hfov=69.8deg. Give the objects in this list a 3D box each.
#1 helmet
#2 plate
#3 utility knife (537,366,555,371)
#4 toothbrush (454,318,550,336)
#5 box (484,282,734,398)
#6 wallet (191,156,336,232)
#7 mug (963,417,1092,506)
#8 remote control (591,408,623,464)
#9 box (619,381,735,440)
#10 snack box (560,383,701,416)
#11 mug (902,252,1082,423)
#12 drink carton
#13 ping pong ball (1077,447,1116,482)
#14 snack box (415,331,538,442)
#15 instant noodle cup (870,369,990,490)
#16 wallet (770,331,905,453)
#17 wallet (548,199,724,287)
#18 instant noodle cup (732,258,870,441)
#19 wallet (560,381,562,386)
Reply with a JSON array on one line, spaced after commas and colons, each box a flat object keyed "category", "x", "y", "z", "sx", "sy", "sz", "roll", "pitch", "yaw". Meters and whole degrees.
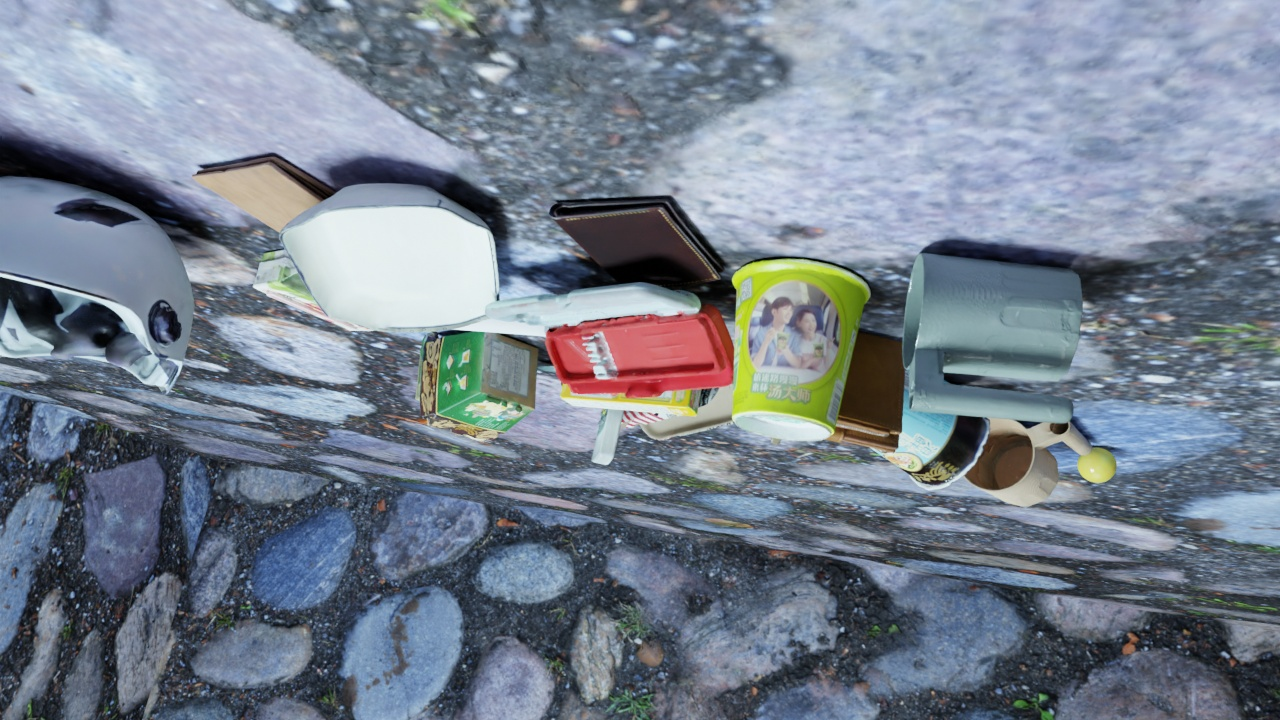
[{"category": "helmet", "x": -0.519, "y": -0.084, "z": 0.835, "sx": 0.229, "sy": 0.145, "sz": 0.259, "roll": 10, "pitch": 156, "yaw": -2}, {"category": "plate", "x": -0.202, "y": -0.083, "z": 0.776, "sx": 0.162, "sy": 0.034, "sz": 0.266, "roll": -2, "pitch": 162, "yaw": -7}, {"category": "utility knife", "x": -0.049, "y": 0.008, "z": 1.081, "sx": 0.185, "sy": 0.013, "sz": 0.029, "roll": -1, "pitch": 157, "yaw": 33}, {"category": "toothbrush", "x": -0.190, "y": -0.045, "z": 0.967, "sx": 0.221, "sy": 0.026, "sz": 0.026, "roll": 5, "pitch": 153, "yaw": 21}, {"category": "box", "x": -0.024, "y": -0.026, "z": 0.804, "sx": 0.202, "sy": 0.069, "sz": 0.157, "roll": -4, "pitch": 143, "yaw": 42}, {"category": "wallet", "x": -0.291, "y": -0.130, "z": 0.756, "sx": 0.101, "sy": 0.020, "sz": 0.115, "roll": 0, "pitch": 159, "yaw": 31}, {"category": "mug", "x": 0.427, "y": 0.106, "z": 1.015, "sx": 0.125, "sy": 0.084, "sz": 0.103, "roll": -31, "pitch": 145, "yaw": 27}, {"category": "remote control", "x": -0.027, "y": 0.042, "z": 0.962, "sx": 0.019, "sy": 0.135, "sz": 0.056, "roll": 14, "pitch": 165, "yaw": -8}, {"category": "box", "x": 0.045, "y": 0.062, "z": 1.067, "sx": 0.163, "sy": 0.075, "sz": 0.086, "roll": -21, "pitch": 122, "yaw": 41}, {"category": "snack box", "x": -0.005, "y": 0.005, "z": 0.910, "sx": 0.141, "sy": 0.086, "sz": 0.033, "roll": 2, "pitch": 163, "yaw": 26}, {"category": "mug", "x": 0.238, "y": -0.013, "z": 0.629, "sx": 0.103, "sy": 0.123, "sz": 0.084, "roll": 6, "pitch": 146, "yaw": 8}, {"category": "drink carton", "x": -0.328, "y": -0.069, "z": 0.941, "sx": 0.054, "sy": 0.045, "sz": 0.122, "roll": 0, "pitch": 160, "yaw": 37}, {"category": "ping pong ball", "x": 0.519, "y": 0.119, "z": 1.043, "sx": 0.040, "sy": 0.040, "sz": 0.040, "roll": 10, "pitch": 164, "yaw": 3}, {"category": "snack box", "x": -0.181, "y": 0.021, "z": 1.069, "sx": 0.106, "sy": 0.117, "sz": 0.118, "roll": -21, "pitch": 150, "yaw": 40}, {"category": "instant noodle cup", "x": 0.253, "y": 0.052, "z": 0.888, "sx": 0.120, "sy": 0.111, "sz": 0.111, "roll": 25, "pitch": 160, "yaw": -21}, {"category": "wallet", "x": 0.167, "y": 0.023, "z": 0.802, "sx": 0.130, "sy": 0.118, "sz": 0.035, "roll": 13, "pitch": 158, "yaw": -6}, {"category": "wallet", "x": 0.000, "y": -0.089, "z": 0.707, "sx": 0.096, "sy": 0.020, "sz": 0.122, "roll": -1, "pitch": 160, "yaw": 26}, {"category": "instant noodle cup", "x": 0.120, "y": -0.003, "z": 0.732, "sx": 0.112, "sy": 0.123, "sz": 0.112, "roll": 10, "pitch": 165, "yaw": 3}, {"category": "wallet", "x": -0.032, "y": 0.041, "z": 1.153, "sx": 0.090, "sy": 0.033, "sz": 0.115, "roll": -6, "pitch": 156, "yaw": 39}]
